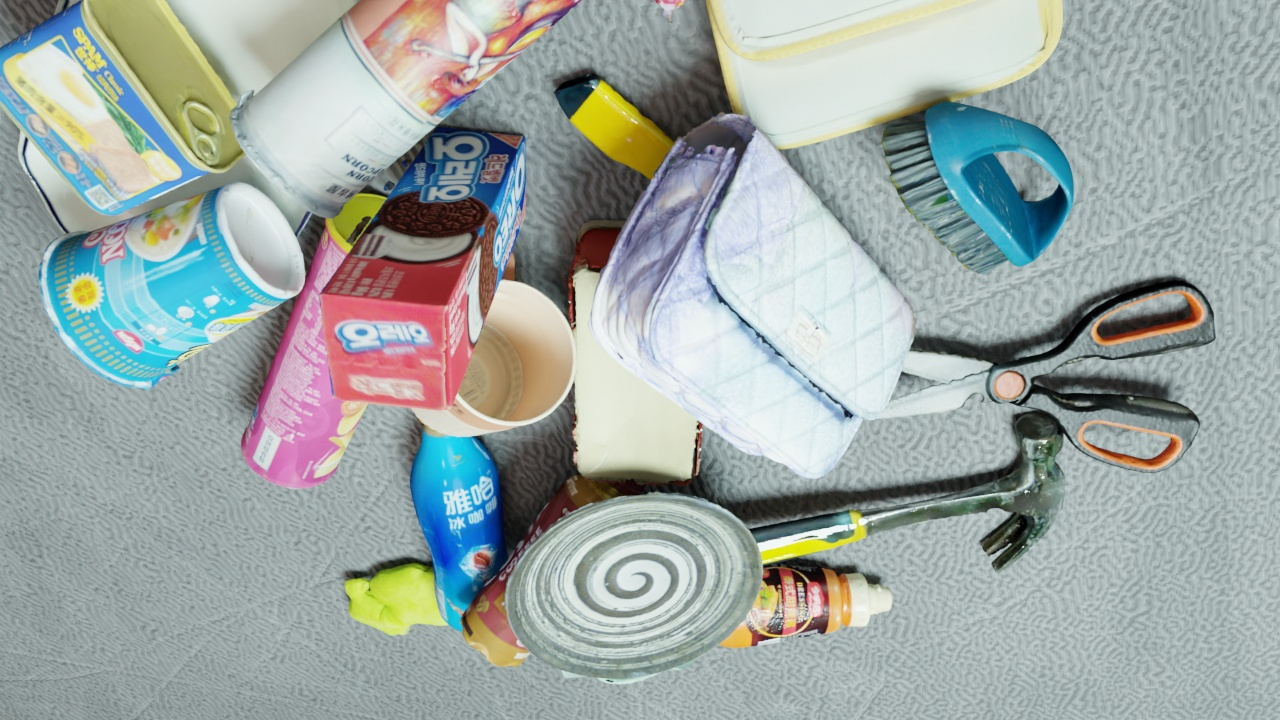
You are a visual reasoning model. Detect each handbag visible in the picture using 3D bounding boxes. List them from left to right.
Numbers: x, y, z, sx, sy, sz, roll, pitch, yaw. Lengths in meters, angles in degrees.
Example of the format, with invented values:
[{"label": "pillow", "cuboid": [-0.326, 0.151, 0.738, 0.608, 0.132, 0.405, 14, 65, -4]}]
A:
[{"label": "handbag", "cuboid": [0.072, -0.024, 0.504, 0.076, 0.134, 0.194, 17, 167, 47]}, {"label": "handbag", "cuboid": [0.107, -0.204, 0.438, 0.163, 0.063, 0.179, -13, 120, 13]}]

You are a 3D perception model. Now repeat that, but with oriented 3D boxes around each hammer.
[{"label": "hammer", "cuboid": [0.140, 0.126, 0.664, 0.323, 0.031, 0.126, -13, 125, 6]}]

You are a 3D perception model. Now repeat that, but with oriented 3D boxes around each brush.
[{"label": "brush", "cuboid": [0.184, -0.090, 0.478, 0.074, 0.055, 0.143, -17, 154, 33]}]

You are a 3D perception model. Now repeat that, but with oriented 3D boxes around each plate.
[{"label": "plate", "cuboid": [-0.251, -0.146, 0.528, 0.162, 0.034, 0.266, 32, 123, -16]}, {"label": "plate", "cuboid": [-0.004, 0.155, 0.635, 0.179, 0.024, 0.180, -5, 123, -8]}]

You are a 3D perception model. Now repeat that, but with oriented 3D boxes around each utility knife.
[{"label": "utility knife", "cuboid": [0.020, -0.110, 0.539, 0.167, 0.015, 0.033, 36, 127, -20]}]

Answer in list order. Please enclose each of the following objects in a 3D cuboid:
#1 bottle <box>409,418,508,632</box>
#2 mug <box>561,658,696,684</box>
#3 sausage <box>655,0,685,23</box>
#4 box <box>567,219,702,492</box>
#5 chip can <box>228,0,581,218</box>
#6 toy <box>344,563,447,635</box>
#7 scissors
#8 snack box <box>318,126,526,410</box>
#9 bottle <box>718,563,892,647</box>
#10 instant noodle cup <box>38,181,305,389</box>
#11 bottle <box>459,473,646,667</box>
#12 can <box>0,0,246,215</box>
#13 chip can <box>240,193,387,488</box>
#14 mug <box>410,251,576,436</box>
[{"label": "bottle", "cuboid": [-0.134, 0.111, 0.683, 0.065, 0.065, 0.219, 1, 125, 5]}, {"label": "mug", "cuboid": [-0.008, 0.215, 0.729, 0.106, 0.082, 0.112, -5, 121, 2]}, {"label": "sausage", "cuboid": [0.023, -0.237, 0.421, 0.020, 0.020, 0.156, 8, 108, 0]}, {"label": "box", "cuboid": [-0.003, 0.003, 0.584, 0.091, 0.076, 0.169, 3, 125, 3]}, {"label": "chip can", "cuboid": [-0.098, -0.164, 0.450, 0.215, 0.071, 0.071, -37, 115, 12]}, {"label": "toy", "cuboid": [-0.201, 0.202, 0.776, 0.096, 0.031, 0.100, 32, 123, -14]}, {"label": "scissors", "cuboid": [0.252, 0.003, 0.581, 0.227, 0.021, 0.198, 29, 109, -6]}, {"label": "snack box", "cuboid": [-0.102, -0.058, 0.471, 0.058, 0.207, 0.057, 5, 123, 0]}, {"label": "bottle", "cuboid": [0.122, 0.189, 0.718, 0.149, 0.066, 0.067, -1, 126, -2]}, {"label": "instant noodle cup", "cuboid": [-0.258, -0.049, 0.525, 0.110, 0.099, 0.099, -22, 121, 10]}, {"label": "bottle", "cuboid": [-0.059, 0.139, 0.668, 0.057, 0.057, 0.175, 36, 96, -19]}, {"label": "can", "cuboid": [-0.273, -0.135, 0.482, 0.083, 0.057, 0.102, -16, 122, 20]}, {"label": "chip can", "cuboid": [-0.200, -0.006, 0.602, 0.071, 0.071, 0.211, 27, 124, -13]}, {"label": "mug", "cuboid": [-0.097, -0.011, 0.568, 0.081, 0.114, 0.106, 4, 169, -26]}]
